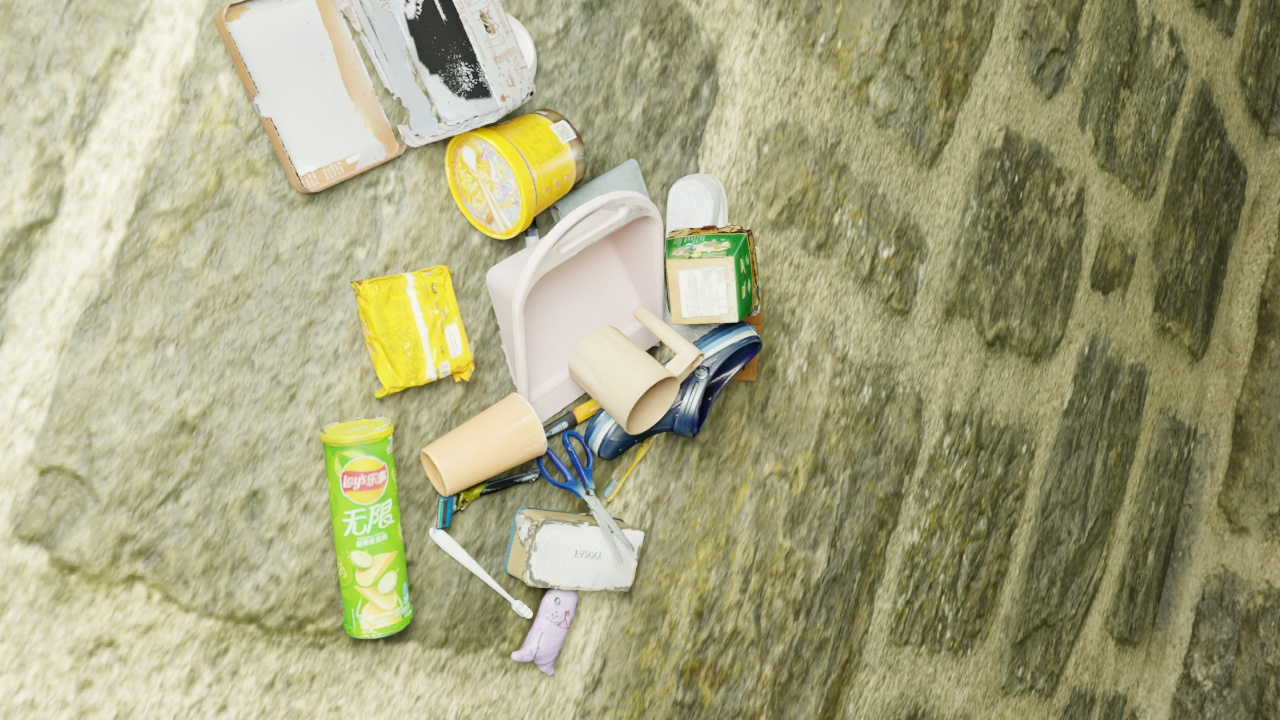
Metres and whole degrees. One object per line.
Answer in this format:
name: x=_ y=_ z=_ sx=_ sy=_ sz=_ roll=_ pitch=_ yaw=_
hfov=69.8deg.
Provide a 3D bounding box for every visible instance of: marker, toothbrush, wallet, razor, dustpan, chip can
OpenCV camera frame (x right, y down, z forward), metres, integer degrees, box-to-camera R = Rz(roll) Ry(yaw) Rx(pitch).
marker: x=-0.124 y=-0.118 z=1.059 sx=0.022 sy=0.018 sz=0.131 roll=-9 pitch=102 yaw=-12
toothbrush: x=0.007 y=0.104 z=1.193 sx=0.018 sy=0.016 sz=0.191 roll=45 pitch=68 yaw=-24
wallet: x=0.123 y=-0.039 z=1.260 sx=0.107 sy=0.031 sz=0.132 roll=5 pitch=93 yaw=-37
razor: x=-0.174 y=0.147 z=1.048 sx=0.142 sy=0.022 sz=0.043 roll=-19 pitch=133 yaw=-39
wallet: x=-0.037 y=-0.169 z=1.110 sx=0.129 sy=0.037 sz=0.106 roll=-36 pitch=116 yaw=-30
dustpan: x=-0.053 y=-0.055 z=1.018 sx=0.222 sy=0.139 sz=0.273 roll=-38 pitch=124 yaw=-24
chip can: x=-0.278 y=0.172 z=0.935 sx=0.072 sy=0.073 sz=0.221 roll=-11 pitch=102 yaw=-37
marker: x=-0.090 y=0.074 z=1.111 sx=0.123 sy=0.015 sz=0.018 roll=-29 pitch=108 yaw=-31
toothbrush: x=-0.182 y=0.246 z=1.057 sx=0.016 sy=0.016 sz=0.180 roll=-53 pitch=124 yaw=-23

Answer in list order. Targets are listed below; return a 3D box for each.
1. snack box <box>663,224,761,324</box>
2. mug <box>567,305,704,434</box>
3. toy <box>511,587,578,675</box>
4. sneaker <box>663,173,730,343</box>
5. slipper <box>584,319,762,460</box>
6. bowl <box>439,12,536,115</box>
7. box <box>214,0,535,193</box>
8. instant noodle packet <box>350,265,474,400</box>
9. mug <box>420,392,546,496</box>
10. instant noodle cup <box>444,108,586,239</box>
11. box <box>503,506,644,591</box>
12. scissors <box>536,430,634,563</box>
snack box: x=0.078 y=-0.092 z=1.081 sx=0.105 sy=0.118 sz=0.117 roll=-61 pitch=147 yaw=-66
mug: x=-0.006 y=0.006 z=1.044 sx=0.124 sy=0.103 sz=0.084 roll=-45 pitch=154 yaw=-7
toy: x=-0.110 y=0.320 z=1.107 sx=0.084 sy=0.039 sz=0.108 roll=43 pitch=69 yaw=-50
sneaker: x=0.075 y=-0.122 z=1.183 sx=0.090 sy=0.090 sz=0.242 roll=-42 pitch=136 yaw=-61
slipper: x=0.051 y=0.050 z=1.122 sx=0.252 sy=0.095 sz=0.105 roll=-36 pitch=157 yaw=-7
bowl: x=-0.152 y=-0.324 z=0.980 sx=0.118 sy=0.065 sz=0.118 roll=-6 pitch=99 yaw=-38
box: x=-0.232 y=-0.285 z=0.859 sx=0.226 sy=0.157 sz=0.180 roll=-39 pitch=118 yaw=-39
instant noodle packet: x=-0.237 y=-0.030 z=0.961 sx=0.110 sy=0.044 sz=0.128 roll=-16 pitch=102 yaw=-30
mug: x=-0.175 y=0.096 z=1.011 sx=0.122 sy=0.078 sz=0.078 roll=-27 pitch=112 yaw=-28
instant noodle cup: x=-0.128 y=-0.207 z=0.985 sx=0.114 sy=0.119 sz=0.118 roll=-39 pitch=118 yaw=-37
box: x=-0.073 y=0.232 z=1.119 sx=0.184 sy=0.059 sz=0.089 roll=18 pitch=85 yaw=-41
scissors: x=-0.057 y=0.158 z=1.104 sx=0.171 sy=0.012 sz=0.140 roll=36 pitch=46 yaw=-23
